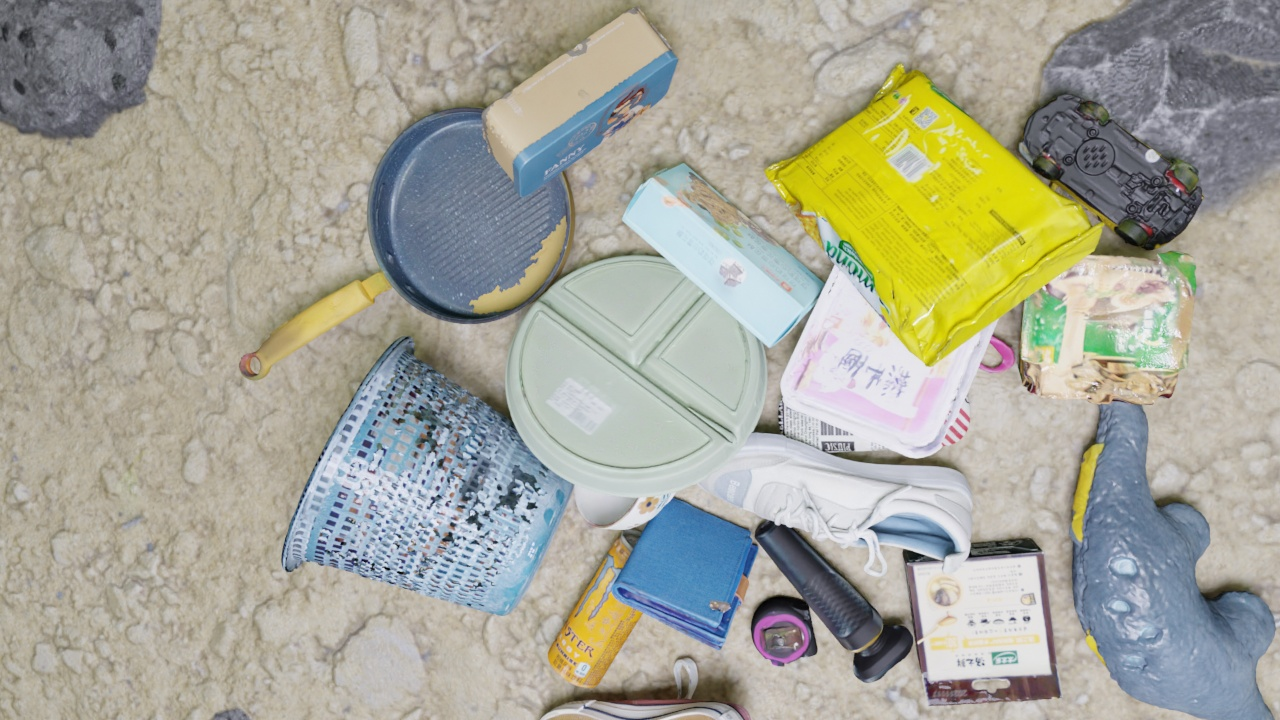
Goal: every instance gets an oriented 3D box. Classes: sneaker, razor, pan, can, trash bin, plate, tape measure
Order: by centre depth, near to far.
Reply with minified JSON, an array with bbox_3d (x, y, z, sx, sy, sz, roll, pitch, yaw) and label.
[{"bbox_3d":[0.160,0.129,0.783,0.242,0.090,0.090,9,135,6],"label":"sneaker"},{"bbox_3d":[-0.005,0.005,0.792,0.230,0.027,0.229,-1,64,3],"label":"plate"},{"bbox_3d":[-0.172,0.120,0.815,0.195,0.226,0.227,26,100,-5],"label":"trash bin"},{"bbox_3d":[0.167,0.208,0.824,0.062,0.067,0.167,-43,77,2],"label":"razor"},{"bbox_3d":[0.130,0.248,0.840,0.058,0.039,0.057,-9,94,12],"label":"tape measure"},{"bbox_3d":[0.009,0.349,0.854,0.242,0.087,0.118,-20,79,34],"label":"sneaker"},{"bbox_3d":[-0.224,-0.088,0.857,0.358,0.078,0.197,-34,88,13],"label":"pan"},{"bbox_3d":[-0.029,0.233,0.861,0.058,0.058,0.146,31,101,7],"label":"can"}]

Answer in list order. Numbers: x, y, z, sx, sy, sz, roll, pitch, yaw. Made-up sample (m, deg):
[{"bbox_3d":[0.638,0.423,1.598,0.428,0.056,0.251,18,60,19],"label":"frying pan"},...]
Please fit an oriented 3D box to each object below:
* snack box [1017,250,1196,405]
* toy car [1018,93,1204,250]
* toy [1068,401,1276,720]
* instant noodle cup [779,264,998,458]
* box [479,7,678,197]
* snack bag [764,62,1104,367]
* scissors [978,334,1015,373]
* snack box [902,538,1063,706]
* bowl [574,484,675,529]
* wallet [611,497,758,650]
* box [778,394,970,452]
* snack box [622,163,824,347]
[{"bbox_3d":[0.355,-0.029,0.734,0.118,0.105,0.117,4,95,10],"label":"snack box"},{"bbox_3d":[0.381,-0.155,0.747,0.156,0.041,0.071,38,101,4],"label":"toy car"},{"bbox_3d":[0.433,0.204,0.757,0.137,0.091,0.356,-28,91,-15],"label":"toy"},{"bbox_3d":[0.209,-0.011,0.759,0.138,0.060,0.173,22,79,22],"label":"instant noodle cup"},{"bbox_3d":[-0.057,-0.215,0.780,0.184,0.090,0.062,-40,87,-8],"label":"box"},{"bbox_3d":[0.218,-0.124,0.715,0.158,0.068,0.246,-37,52,8],"label":"snack bag"},{"bbox_3d":[0.280,-0.048,0.792,0.133,0.017,0.133,-42,84,17],"label":"scissors"},{"bbox_3d":[0.295,0.226,0.798,0.113,0.053,0.125,-8,95,12],"label":"snack box"},{"bbox_3d":[-0.004,0.101,0.831,0.062,0.113,0.113,22,103,-34],"label":"bowl"},{"bbox_3d":[0.044,0.182,0.806,0.106,0.132,0.040,24,123,8],"label":"wallet"},{"bbox_3d":[0.204,0.046,0.808,0.164,0.060,0.072,-2,73,11],"label":"box"},{"bbox_3d":[0.073,-0.093,0.793,0.175,0.074,0.052,41,121,5],"label":"snack box"}]
